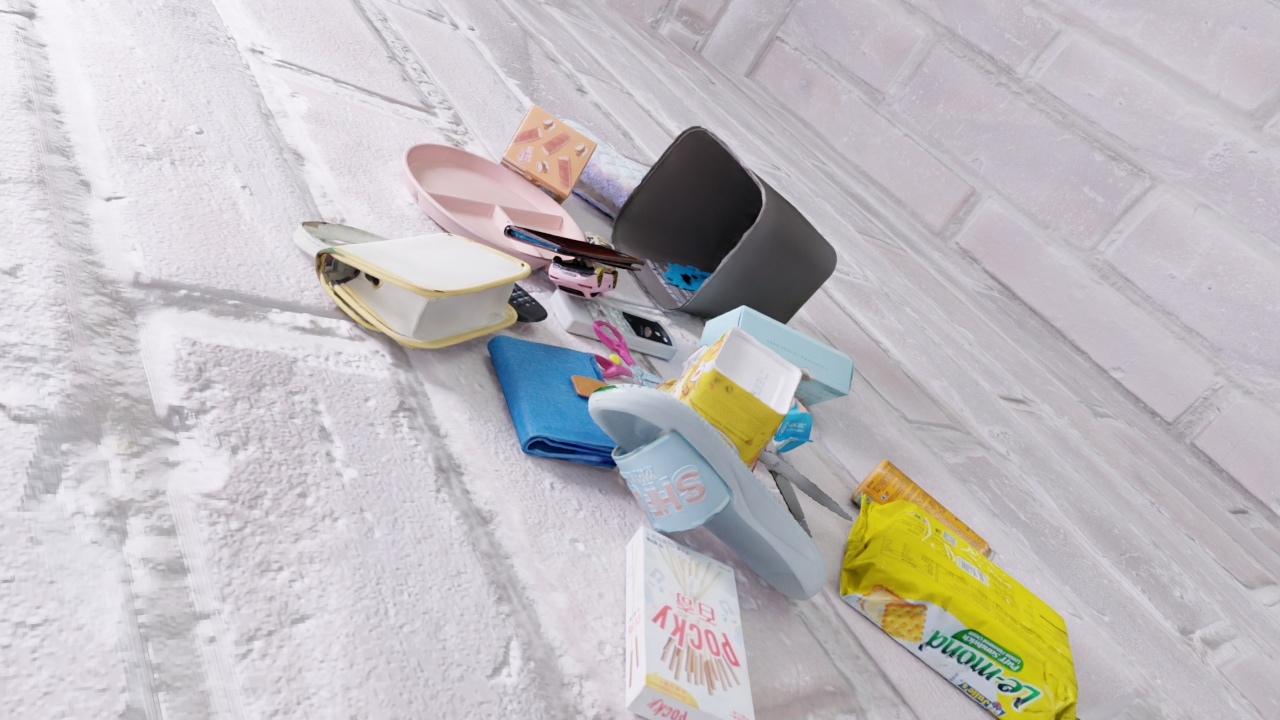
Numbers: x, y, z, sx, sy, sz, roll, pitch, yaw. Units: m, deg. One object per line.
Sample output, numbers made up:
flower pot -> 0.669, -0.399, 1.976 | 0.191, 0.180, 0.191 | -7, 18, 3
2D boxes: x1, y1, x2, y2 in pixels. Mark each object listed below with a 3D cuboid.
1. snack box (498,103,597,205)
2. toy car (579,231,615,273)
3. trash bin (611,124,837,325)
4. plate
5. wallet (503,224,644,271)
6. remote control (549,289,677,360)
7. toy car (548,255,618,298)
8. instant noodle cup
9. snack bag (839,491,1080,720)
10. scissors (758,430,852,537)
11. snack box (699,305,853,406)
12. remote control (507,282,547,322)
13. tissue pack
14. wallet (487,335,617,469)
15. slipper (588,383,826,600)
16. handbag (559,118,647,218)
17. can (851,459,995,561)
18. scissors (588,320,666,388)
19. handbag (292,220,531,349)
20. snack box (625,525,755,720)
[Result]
snack box -> -0.119, -0.257, 1.158 | 0.094, 0.077, 0.093 | 30, -6, -12
toy car -> -0.051, -0.130, 1.107 | 0.042, 0.035, 0.090 | 25, 23, -23
trash bin -> 0.117, -0.151, 1.192 | 0.219, 0.199, 0.199 | 20, 29, -47
plate -> -0.166, -0.173, 1.044 | 0.229, 0.028, 0.229 | 27, 26, -15
wallet -> -0.070, -0.117, 0.971 | 0.122, 0.020, 0.096 | 6, 11, -45
remote control -> -0.026, -0.038, 0.984 | 0.149, 0.021, 0.058 | 15, 31, -37
toy car -> -0.059, -0.085, 0.959 | 0.056, 0.037, 0.122 | 18, 7, 10
instant noodle cup -> 0.070, 0.047, 0.800 | 0.116, 0.124, 0.115 | 35, 37, -1
snack bag -> 0.297, 0.227, 0.851 | 0.246, 0.068, 0.157 | 37, 24, 7
scissors -> 0.124, 0.094, 0.878 | 0.173, 0.159, 0.014 | 8, -14, 5
snack box -> 0.161, -0.002, 1.079 | 0.174, 0.074, 0.051 | 24, 66, -24
remote control -> -0.148, -0.075, 0.888 | 0.136, 0.024, 0.053 | 39, 26, 12
tissue pack -> 0.113, 0.041, 0.962 | 0.089, 0.063, 0.140 | 2, 39, -53
wallet -> -0.068, 0.033, 0.780 | 0.106, 0.040, 0.133 | 13, 33, -33
slipper -> 0.045, 0.112, 0.714 | 0.245, 0.074, 0.104 | 45, -22, -12
handbag -> -0.055, -0.265, 1.302 | 0.194, 0.076, 0.134 | 32, 24, -4
can -> 0.295, 0.171, 0.963 | 0.146, 0.058, 0.058 | 41, 25, 14
scissors -> -0.004, 0.005, 0.926 | 0.136, 0.017, 0.105 | 22, 41, -24
handbag -> -0.205, -0.075, 0.792 | 0.179, 0.063, 0.163 | 26, 21, 17
snack box -> 0.031, 0.186, 0.633 | 0.084, 0.027, 0.156 | 28, 24, -15
